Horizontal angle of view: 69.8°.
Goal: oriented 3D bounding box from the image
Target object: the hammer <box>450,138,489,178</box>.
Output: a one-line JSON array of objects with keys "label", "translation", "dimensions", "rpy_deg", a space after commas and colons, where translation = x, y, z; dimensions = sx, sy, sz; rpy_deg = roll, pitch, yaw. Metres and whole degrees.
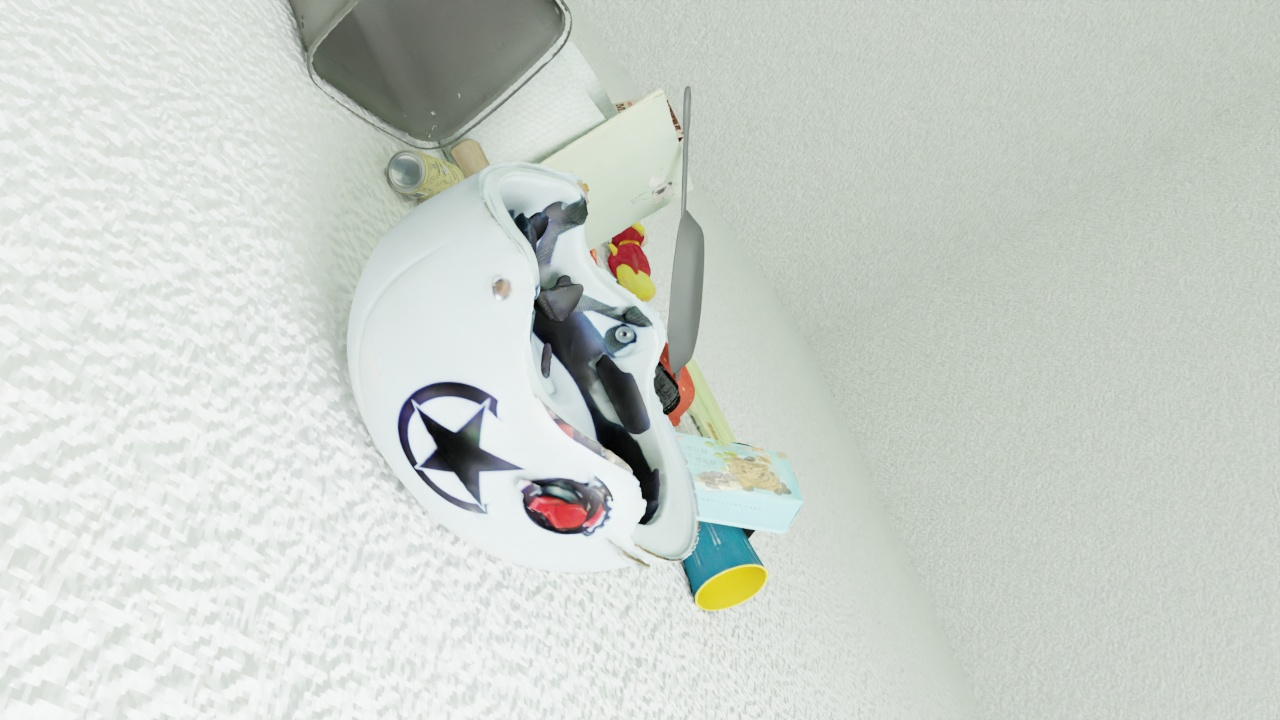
[{"label": "hammer", "translation": [-0.095, -0.069, 0.897], "dimensions": [0.323, 0.051, 0.117], "rpy_deg": [61, 9, 0]}]

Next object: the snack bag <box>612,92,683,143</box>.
[{"label": "snack bag", "translation": [-0.046, -0.244, 1.121], "dimensions": [0.070, 0.207, 0.094], "rpy_deg": [45, 21, -46]}]

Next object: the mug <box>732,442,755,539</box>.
[{"label": "mug", "translation": [0.092, 0.153, 1.064], "dimensions": [0.084, 0.119, 0.100], "rpy_deg": [-37, 139, -43]}]

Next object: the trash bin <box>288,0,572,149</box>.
[{"label": "trash bin", "translation": [-0.214, -0.351, 0.819], "dimensions": [0.220, 0.198, 0.197], "rpy_deg": [59, 14, 22]}]

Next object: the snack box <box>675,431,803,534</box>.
[{"label": "snack box", "translation": [0.071, 0.120, 0.922], "dimensions": [0.174, 0.053, 0.074], "rpy_deg": [13, 32, -15]}]

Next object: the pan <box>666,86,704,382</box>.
[{"label": "pan", "translation": [0.058, -0.136, 1.065], "dimensions": [0.216, 0.024, 0.355], "rpy_deg": [-70, 162, -61]}]

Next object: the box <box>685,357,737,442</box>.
[{"label": "box", "translation": [0.096, 0.074, 1.356], "dimensions": [0.187, 0.024, 0.137], "rpy_deg": [64, 17, 15]}]

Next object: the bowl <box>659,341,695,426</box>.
[{"label": "bowl", "translation": [0.034, 0.019, 1.198], "dimensions": [0.130, 0.045, 0.130], "rpy_deg": [54, 15, -22]}]

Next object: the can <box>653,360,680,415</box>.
[{"label": "can", "translation": [-0.006, 0.006, 1.066], "dimensions": [0.138, 0.054, 0.053], "rpy_deg": [51, 16, -30]}]

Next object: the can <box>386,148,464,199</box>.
[{"label": "can", "translation": [-0.187, -0.161, 0.809], "dimensions": [0.038, 0.038, 0.079], "rpy_deg": [61, 14, 4]}]

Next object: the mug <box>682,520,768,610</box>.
[{"label": "mug", "translation": [0.072, 0.184, 0.944], "dimensions": [0.078, 0.078, 0.121], "rpy_deg": [44, 16, -47]}]

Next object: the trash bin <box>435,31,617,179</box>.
[{"label": "trash bin", "translation": [-0.121, -0.254, 0.974], "dimensions": [0.133, 0.161, 0.133], "rpy_deg": [54, 15, -22]}]

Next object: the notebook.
[{"label": "notebook", "translation": [-0.034, -0.196, 1.031], "dimensions": [0.010, 0.182, 0.252], "rpy_deg": [60, 3, 15]}]

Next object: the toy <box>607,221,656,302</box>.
[{"label": "toy", "translation": [-0.017, -0.147, 1.352], "dimensions": [0.105, 0.067, 0.137], "rpy_deg": [37, 38, -51]}]

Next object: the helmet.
[{"label": "helmet", "translation": [-0.076, 0.023, 0.568], "dimensions": [0.264, 0.164, 0.236], "rpy_deg": [61, 17, -23]}]

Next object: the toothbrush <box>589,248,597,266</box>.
[{"label": "toothbrush", "translation": [-0.056, -0.112, 1.182], "dimensions": [0.012, 0.018, 0.212], "rpy_deg": [48, 14, -22]}]
